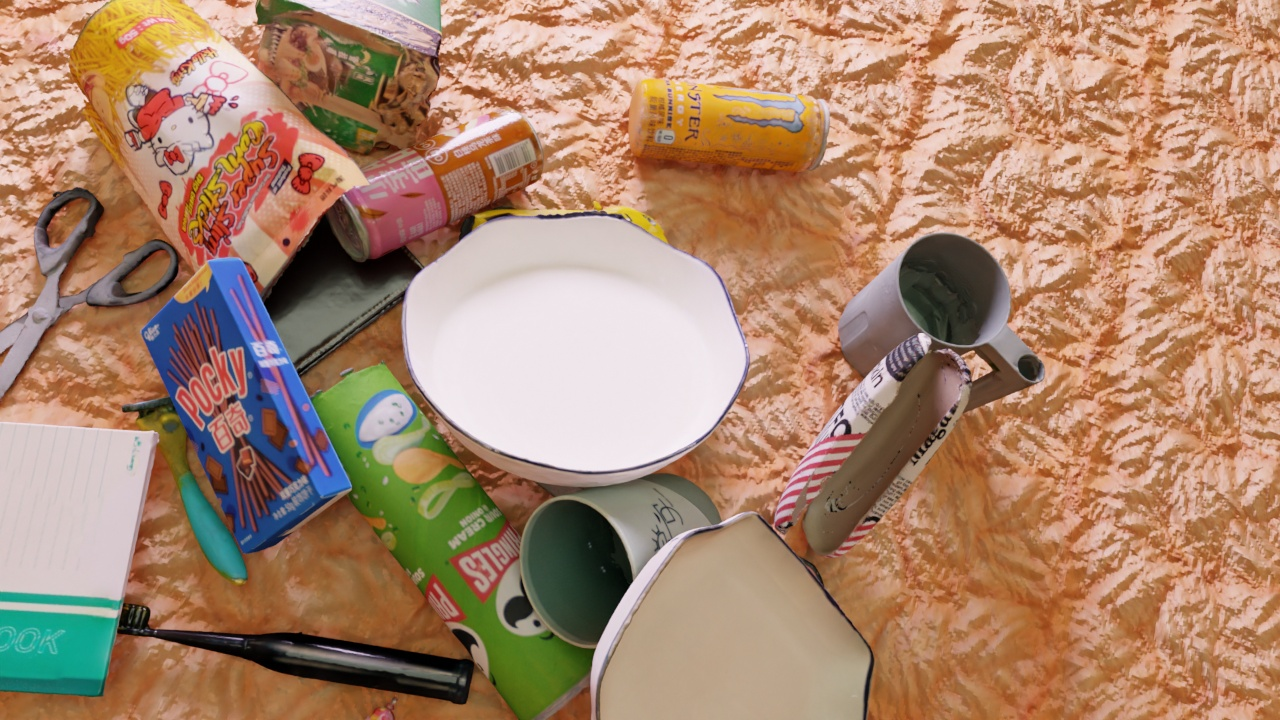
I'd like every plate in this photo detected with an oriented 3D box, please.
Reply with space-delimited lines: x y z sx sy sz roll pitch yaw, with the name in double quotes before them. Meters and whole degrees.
"plate" 0.054 0.191 0.517 0.161 0.034 0.266 -57 132 -19
"plate" -0.039 -0.008 0.555 0.205 0.046 0.204 5 48 -6

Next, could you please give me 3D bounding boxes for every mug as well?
"mug" 0.001 0.124 0.535 0.106 0.082 0.111 -4 63 -55
"mug" 0.211 -0.017 0.653 0.083 0.104 0.124 -39 85 -21

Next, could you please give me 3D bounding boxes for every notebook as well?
"notebook" -0.393 0.106 0.518 0.209 0.012 0.150 4 73 -1

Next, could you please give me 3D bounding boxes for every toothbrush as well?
"toothbrush" -0.206 0.173 0.545 0.212 0.026 0.027 13 83 -7

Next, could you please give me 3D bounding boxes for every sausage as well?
"sausage" -0.182 0.266 0.524 0.020 0.020 0.155 28 69 -2

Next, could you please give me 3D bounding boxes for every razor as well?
"razor" -0.271 0.080 0.560 0.043 0.028 0.132 -16 71 -50

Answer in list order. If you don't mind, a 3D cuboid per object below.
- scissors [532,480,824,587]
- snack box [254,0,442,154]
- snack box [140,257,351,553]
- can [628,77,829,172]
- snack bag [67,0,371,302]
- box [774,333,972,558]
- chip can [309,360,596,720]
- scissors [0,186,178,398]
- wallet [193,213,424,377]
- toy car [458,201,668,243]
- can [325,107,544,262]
"scissors" 0.020 0.139 0.606 0.221 0.022 0.223 13 71 -8
"snack box" -0.196 -0.224 0.631 0.117 0.118 0.105 16 58 -21
"snack box" -0.237 0.027 0.545 0.026 0.085 0.157 -15 74 -60
"can" 0.066 -0.178 0.698 0.146 0.058 0.058 3 72 -11
"snack bag" -0.276 -0.136 0.587 0.129 0.073 0.208 -46 74 8
"box" 0.158 0.060 0.604 0.079 0.074 0.164 32 108 3
"chip can" -0.116 0.109 0.561 0.072 0.072 0.236 -37 82 -20
"scissors" -0.375 -0.034 0.583 0.171 0.014 0.159 -10 75 -13
"wallet" -0.219 -0.056 0.621 0.122 0.020 0.096 -41 90 -22
"toy car" -0.051 -0.077 0.651 0.155 0.041 0.071 -2 73 -14
"can" -0.139 -0.122 0.628 0.147 0.058 0.058 -32 81 -27
